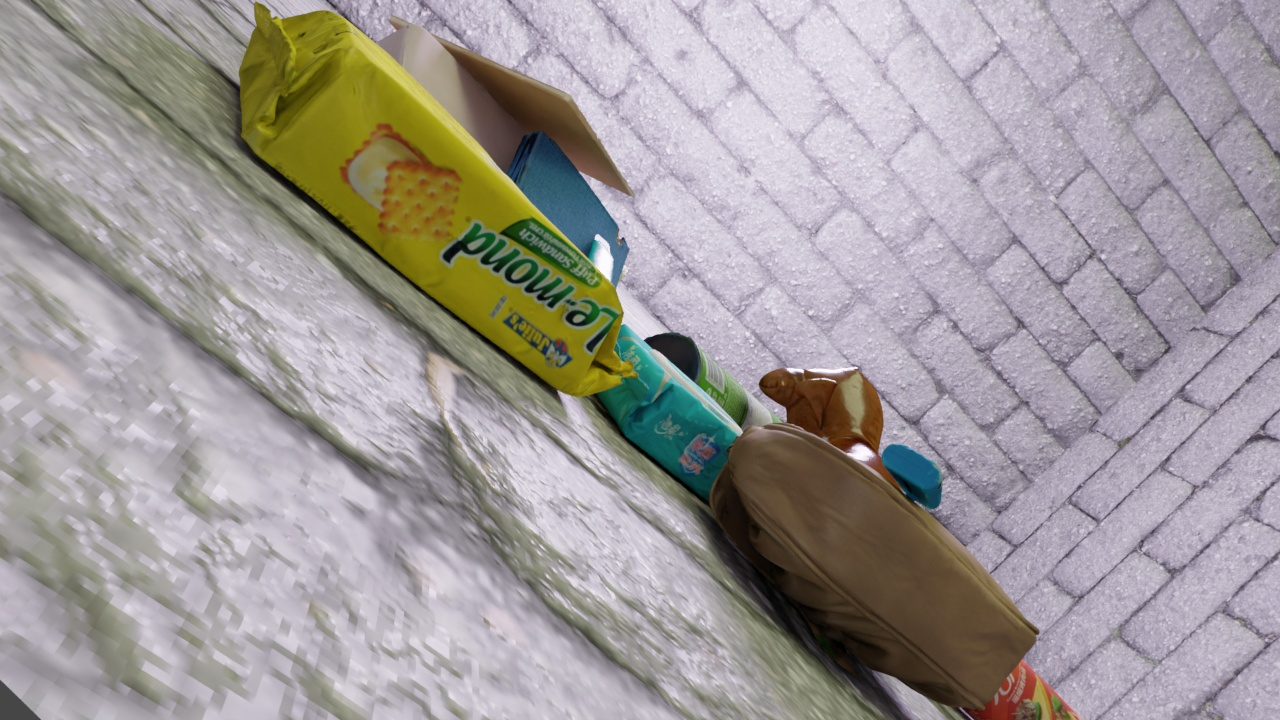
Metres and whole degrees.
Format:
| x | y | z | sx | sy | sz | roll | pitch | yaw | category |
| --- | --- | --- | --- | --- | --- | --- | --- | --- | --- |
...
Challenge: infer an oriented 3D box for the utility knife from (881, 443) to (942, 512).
| x | y | z | sx | sy | sz | roll | pitch | yaw | category |
| --- | --- | --- | --- | --- | --- | --- | --- | --- | --- |
| 0.176 | 0.081 | 0.578 | 0.034 | 0.018 | 0.218 | 32 | -2 | 24 | utility knife |

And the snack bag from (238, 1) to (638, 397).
| x | y | z | sx | sy | sz | roll | pitch | yaw | category |
| --- | --- | --- | --- | --- | --- | --- | --- | --- | --- |
| -0.104 | -0.085 | 0.494 | 0.246 | 0.068 | 0.158 | 43 | 5 | -35 | snack bag |

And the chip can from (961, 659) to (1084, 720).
| x | y | z | sx | sy | sz | roll | pitch | yaw | category |
| --- | --- | --- | --- | --- | --- | --- | --- | --- | --- |
| 0.303 | 0.279 | 0.792 | 0.216 | 0.073 | 0.073 | 44 | 4 | -11 | chip can |

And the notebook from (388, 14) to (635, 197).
| x | y | z | sx | sy | sz | roll | pitch | yaw | category |
| --- | --- | --- | --- | --- | --- | --- | --- | --- | --- |
| -0.108 | -0.214 | 0.780 | 0.208 | 0.008 | 0.148 | 31 | -8 | 27 | notebook |

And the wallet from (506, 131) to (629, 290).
| x | y | z | sx | sy | sz | roll | pitch | yaw | category |
| --- | --- | --- | --- | --- | --- | --- | --- | --- | --- |
| -0.061 | -0.106 | 0.731 | 0.133 | 0.040 | 0.106 | 53 | 34 | -35 | wallet |

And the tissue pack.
| x | y | z | sx | sy | sz | roll | pitch | yaw | category |
| --- | --- | --- | --- | --- | --- | --- | --- | --- | --- |
| 0.021 | 0.036 | 0.612 | 0.133 | 0.050 | 0.093 | 41 | 6 | -36 | tissue pack |

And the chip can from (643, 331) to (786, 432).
| x | y | z | sx | sy | sz | roll | pitch | yaw | category |
| --- | --- | --- | --- | --- | --- | --- | --- | --- | --- |
| 0.071 | 0.049 | 0.815 | 0.072 | 0.072 | 0.236 | 47 | 5 | 35 | chip can |

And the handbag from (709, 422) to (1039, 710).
| x | y | z | sx | sy | sz | roll | pitch | yaw | category |
| --- | --- | --- | --- | --- | --- | --- | --- | --- | --- |
| 0.131 | 0.123 | 0.544 | 0.204 | 0.099 | 0.148 | 42 | -3 | -23 | handbag |

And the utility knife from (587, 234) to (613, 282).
| x | y | z | sx | sy | sz | roll | pitch | yaw | category |
| --- | --- | --- | --- | --- | --- | --- | --- | --- | --- |
| -0.030 | -0.061 | 0.665 | 0.029 | 0.013 | 0.175 | 49 | 17 | -18 | utility knife |

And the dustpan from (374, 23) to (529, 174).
| x | y | z | sx | sy | sz | roll | pitch | yaw | category |
| --- | --- | --- | --- | --- | --- | --- | --- | --- | --- |
| -0.174 | -0.136 | 0.739 | 0.222 | 0.139 | 0.272 | 43 | 32 | -46 | dustpan |

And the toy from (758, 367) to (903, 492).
| x | y | z | sx | sy | sz | roll | pitch | yaw | category |
| --- | --- | --- | --- | --- | --- | --- | --- | --- | --- |
| 0.150 | 0.091 | 0.736 | 0.199 | 0.130 | 0.140 | -103 | 168 | -49 | toy |

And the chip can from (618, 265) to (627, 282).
| x | y | z | sx | sy | sz | roll | pitch | yaw | category |
| --- | --- | --- | --- | --- | --- | --- | --- | --- | --- |
| -0.115 | -0.142 | 0.917 | 0.221 | 0.072 | 0.072 | 44 | 4 | -7 | chip can |
